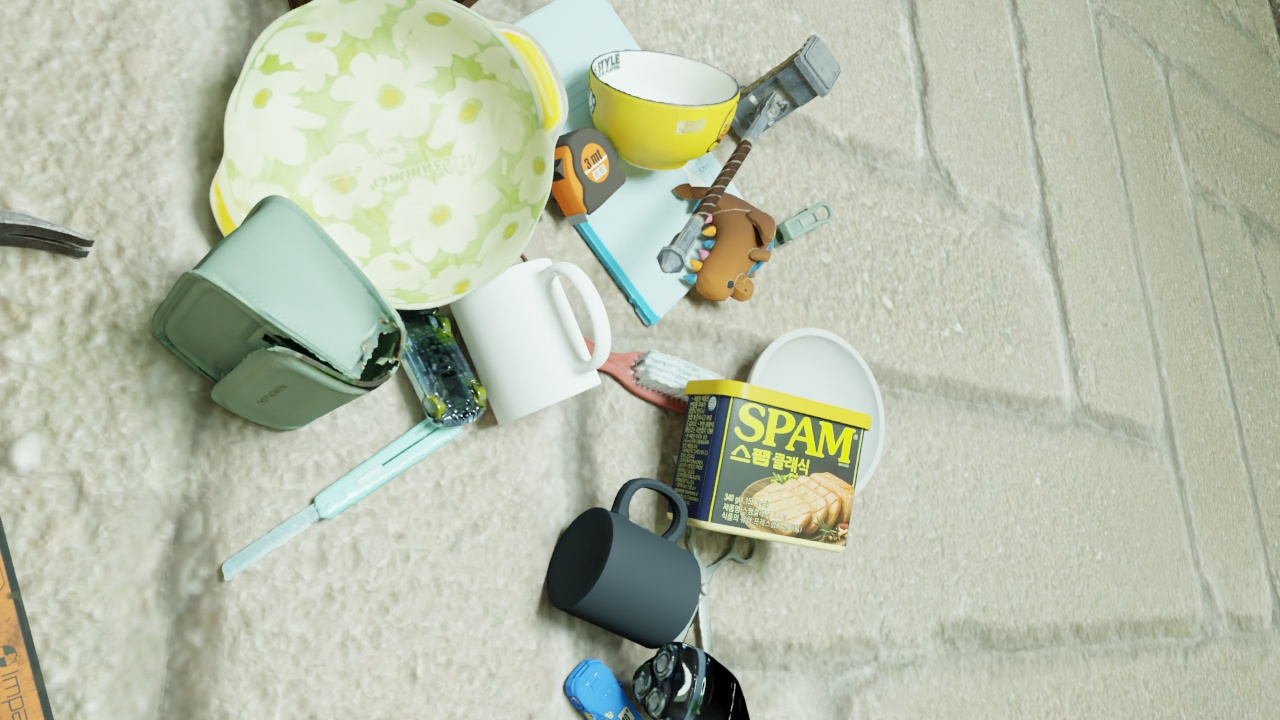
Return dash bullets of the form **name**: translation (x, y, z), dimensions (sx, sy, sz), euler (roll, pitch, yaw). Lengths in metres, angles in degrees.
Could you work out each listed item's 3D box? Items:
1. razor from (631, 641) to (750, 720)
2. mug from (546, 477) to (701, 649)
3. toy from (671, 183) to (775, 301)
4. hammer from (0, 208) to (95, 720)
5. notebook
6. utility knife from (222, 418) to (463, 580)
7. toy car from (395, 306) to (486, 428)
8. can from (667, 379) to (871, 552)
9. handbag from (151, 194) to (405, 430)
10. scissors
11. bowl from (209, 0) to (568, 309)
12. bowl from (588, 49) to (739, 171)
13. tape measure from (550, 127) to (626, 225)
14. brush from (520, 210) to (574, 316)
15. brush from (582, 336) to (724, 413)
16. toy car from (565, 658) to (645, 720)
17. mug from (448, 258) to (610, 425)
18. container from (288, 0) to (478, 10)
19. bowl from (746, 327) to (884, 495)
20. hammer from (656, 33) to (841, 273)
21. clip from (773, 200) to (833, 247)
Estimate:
- **razor**: translation (0.040, 0.236, 0.629), dimensions (0.140, 0.064, 0.052), euler (58, 40, -50)
- **mug**: translation (-0.005, 0.131, 0.621), dimensions (0.077, 0.071, 0.105), euler (32, 72, -27)
- **toy**: translation (0.060, -0.098, 0.763), dimensions (0.103, 0.071, 0.090), euler (33, 69, -1)
- **hammer**: translation (-0.303, 0.073, 0.432), dimensions (0.137, 0.035, 0.314), euler (-14, 86, -40)
- **notebook**: translation (-0.016, -0.175, 0.755), dimensions (0.253, 0.009, 0.180), euler (53, 51, -12)
- **utility knife**: translation (-0.175, 0.079, 0.547), dimensions (0.022, 0.015, 0.165), euler (45, 52, 10)
- **toy car**: translation (-0.134, 0.004, 0.592), dimensions (0.038, 0.028, 0.089), euler (-20, 75, -39)
- **can**: translation (0.095, 0.079, 0.685), dimensions (0.135, 0.075, 0.104), euler (14, 82, -23)
- **handbag**: translation (-0.193, -0.015, 0.489), dimensions (0.106, 0.122, 0.067), euler (46, 53, -18)
- **scissors**: translation (0.040, 0.157, 0.693), dimensions (0.141, 0.014, 0.158), euler (-34, 98, -43)
- **bowl**: translation (-0.151, -0.127, 0.568), dimensions (0.219, 0.060, 0.188), euler (-31, 103, -8)
- **bowl**: translation (0.015, -0.192, 0.721), dimensions (0.117, 0.068, 0.117), euler (6, 36, -5)
- **tape measure**: translation (-0.047, -0.143, 0.692), dimensions (0.058, 0.038, 0.059), euler (-50, 121, -36)
- **brush**: translation (-0.081, -0.091, 0.673), dimensions (0.049, 0.015, 0.135), euler (-29, 95, -40)
- **brush**: translation (-0.004, 0.004, 0.695), dimensions (0.172, 0.030, 0.041), euler (20, 64, -32)
- **toy car**: translation (-0.002, 0.238, 0.601), dimensions (0.033, 0.062, 0.092), euler (-41, 102, -39)
- **mug**: translation (-0.064, -0.018, 0.600), dimensions (0.073, 0.111, 0.090), euler (-23, 91, -49)
- **container**: translation (-0.147, -0.269, 0.576), dimensions (0.132, 0.168, 0.132), euler (13, 68, -35)
- **bowl**: translation (0.140, 0.049, 0.783), dimensions (0.149, 0.043, 0.149), euler (6, 78, -30)
- **hammer**: translation (0.077, -0.161, 0.737), dimensions (0.044, 0.099, 0.320), euler (48, 44, -17)
- **clip**: translation (0.152, -0.129, 0.863), dimensions (0.075, 0.042, 0.023), euler (-30, 97, -40)
